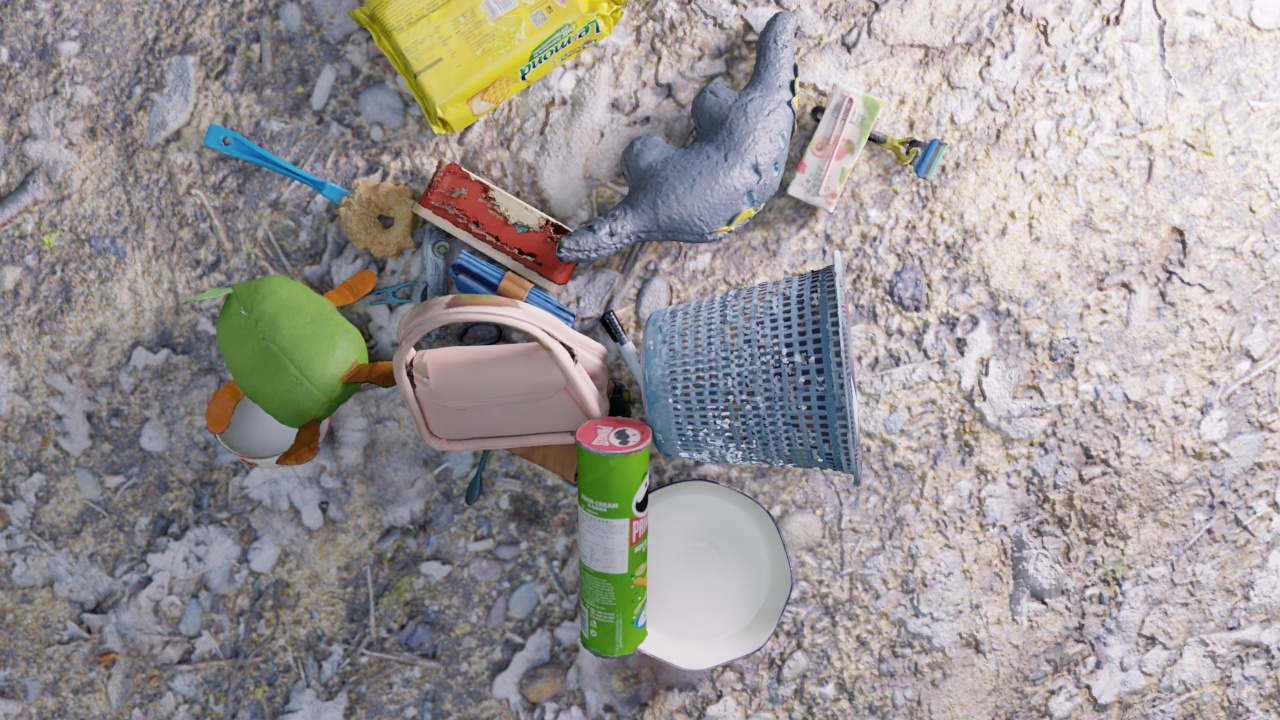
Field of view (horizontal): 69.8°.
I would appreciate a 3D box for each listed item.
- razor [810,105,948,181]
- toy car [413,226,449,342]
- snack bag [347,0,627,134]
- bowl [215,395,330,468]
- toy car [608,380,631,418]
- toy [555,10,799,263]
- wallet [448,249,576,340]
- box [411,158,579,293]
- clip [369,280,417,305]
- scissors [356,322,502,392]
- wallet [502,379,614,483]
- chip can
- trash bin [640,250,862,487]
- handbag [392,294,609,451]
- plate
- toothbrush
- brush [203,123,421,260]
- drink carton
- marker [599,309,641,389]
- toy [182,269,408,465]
[{"bbox_3d":[0.244,-0.233,0.958,0.143,0.022,0.043,24,105,6],"label":"razor"},{"bbox_3d":[-0.218,-0.079,0.959,0.036,0.054,0.120,0,90,-21],"label":"toy car"},{"bbox_3d":[-0.153,-0.354,0.935,0.246,0.068,0.158,-32,93,2],"label":"snack bag"},{"bbox_3d":[-0.379,0.068,0.963,0.113,0.062,0.113,0,55,0],"label":"bowl"},{"bbox_3d":[-0.029,0.067,0.980,0.042,0.035,0.090,-4,86,1],"label":"toy car"},{"bbox_3d":[0.067,-0.196,0.919,0.356,0.091,0.138,-45,100,-11],"label":"toy"},{"bbox_3d":[-0.129,-0.061,0.938,0.133,0.106,0.040,28,79,-1],"label":"wallet"},{"bbox_3d":[-0.135,-0.144,0.938,0.168,0.091,0.079,30,97,-1],"label":"box"},{"bbox_3d":[-0.265,-0.071,0.985,0.056,0.014,0.041,-7,94,0],"label":"clip"},{"bbox_3d":[-0.223,0.013,0.986,0.145,0.014,0.172,41,90,8],"label":"scissors"},{"bbox_3d":[-0.089,0.058,0.972,0.101,0.020,0.115,23,92,23],"label":"wallet"},{"bbox_3d":[-0.027,0.174,0.889,0.072,0.072,0.236,1,113,1],"label":"chip can"},{"bbox_3d":[0.109,0.015,0.899,0.195,0.226,0.226,-5,94,14],"label":"trash bin"},{"bbox_3d":[-0.137,0.005,0.853,0.193,0.234,0.093,-6,66,7],"label":"handbag"},{"bbox_3d":[0.059,0.226,0.985,0.205,0.045,0.205,0,93,1],"label":"plate"},{"bbox_3d":[-0.155,0.066,0.993,0.016,0.018,0.191,19,92,10],"label":"toothbrush"},{"bbox_3d":[-0.344,-0.186,0.969,0.254,0.045,0.083,26,98,3],"label":"brush"},{"bbox_3d":[0.199,-0.217,0.936,0.053,0.045,0.123,26,107,6],"label":"drink carton"},{"bbox_3d":[-0.006,0.006,0.982,0.022,0.018,0.130,-31,93,-41],"label":"marker"},{"bbox_3d":[-0.348,-0.007,0.923,0.226,0.090,0.247,-43,62,-9],"label":"toy"}]
